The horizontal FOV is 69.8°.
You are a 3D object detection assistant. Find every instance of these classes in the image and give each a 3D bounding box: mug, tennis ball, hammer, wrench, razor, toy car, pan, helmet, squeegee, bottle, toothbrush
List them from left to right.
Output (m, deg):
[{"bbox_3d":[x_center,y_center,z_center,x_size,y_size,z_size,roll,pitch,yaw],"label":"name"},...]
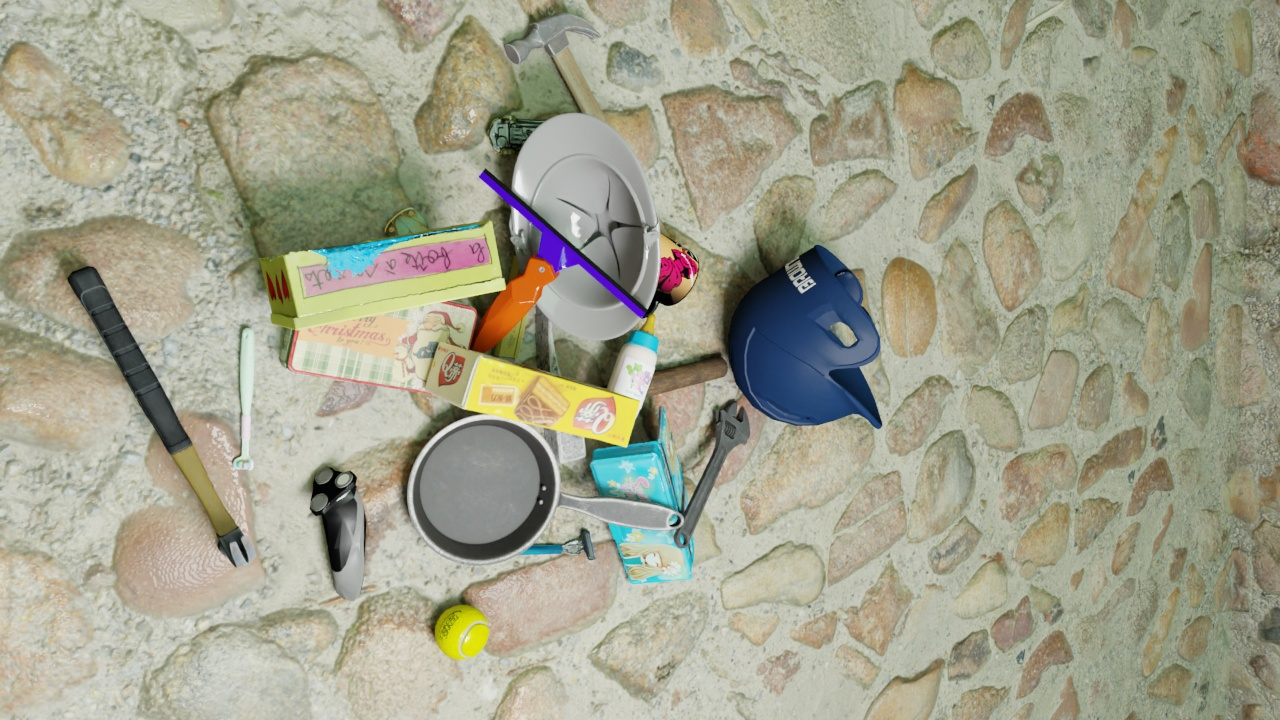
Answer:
[{"bbox_3d":[-0.469,0.063,0.910,0.025,0.118,0.333,-31,108,-30],"label":"hammer"},{"bbox_3d":[-0.424,0.042,0.985,0.022,0.015,0.155,4,96,-3],"label":"toothbrush"},{"bbox_3d":[-0.339,0.201,1.046,0.060,0.057,0.156,-41,131,-55],"label":"razor"},{"bbox_3d":[-0.244,-0.123,1.062,0.047,0.047,0.112,-46,119,-16],"label":"toy car"},{"bbox_3d":[-0.221,0.337,1.137,0.065,0.065,0.065,-6,100,-34],"label":"tennis ball"},{"bbox_3d":[-0.146,-0.073,1.091,0.249,0.055,0.185,41,113,-5],"label":"squeegee"},{"bbox_3d":[-0.144,-0.110,1.150,0.083,0.018,0.273,11,90,-39],"label":"wrench"},{"bbox_3d":[-0.136,-0.273,1.124,0.106,0.030,0.049,0,99,-27],"label":"toy car"},{"bbox_3d":[-0.128,0.250,1.217,0.143,0.022,0.042,4,58,-31],"label":"razor"},{"bbox_3d":[-0.113,0.174,1.153,0.356,0.055,0.187,12,92,-23],"label":"pan"},{"bbox_3d":[-0.053,-0.169,1.119,0.117,0.183,0.271,-55,142,-64],"label":"helmet"},{"bbox_3d":[-0.044,-0.288,1.186,0.119,0.031,0.331,-42,117,-22],"label":"hammer"},{"bbox_3d":[-0.007,0.007,1.197,0.051,0.051,0.146,24,82,-35],"label":"bottle"},{"bbox_3d":[-0.005,-0.001,1.253,0.299,0.037,0.218,-13,104,-33],"label":"hammer"},{"bbox_3d":[0.007,-0.113,1.218,0.098,0.082,0.118,26,91,-34],"label":"mug"},{"bbox_3d":[0.102,0.157,1.297,0.073,0.018,0.272,53,43,-23],"label":"wrench"},{"bbox_3d":[0.247,-0.003,1.308,0.272,0.231,0.223,43,111,-10],"label":"helmet"}]

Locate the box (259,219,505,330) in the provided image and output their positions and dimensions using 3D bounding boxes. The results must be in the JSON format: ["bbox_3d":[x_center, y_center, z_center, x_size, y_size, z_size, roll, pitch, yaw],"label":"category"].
[{"bbox_3d":[-0.267,-0.089,0.950,0.220,0.125,0.081,-18,103,-33],"label":"box"}]

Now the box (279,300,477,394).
[{"bbox_3d":[-0.294,-0.027,1.044,0.205,0.049,0.117,13,89,-34],"label":"box"}]

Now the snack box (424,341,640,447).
[{"bbox_3d":[-0.123,0.042,1.080,0.230,0.110,0.061,18,89,-37],"label":"snack box"}]

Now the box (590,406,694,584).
[{"bbox_3d":[0.011,0.187,1.274,0.121,0.098,0.227,-77,156,-56],"label":"box"}]
